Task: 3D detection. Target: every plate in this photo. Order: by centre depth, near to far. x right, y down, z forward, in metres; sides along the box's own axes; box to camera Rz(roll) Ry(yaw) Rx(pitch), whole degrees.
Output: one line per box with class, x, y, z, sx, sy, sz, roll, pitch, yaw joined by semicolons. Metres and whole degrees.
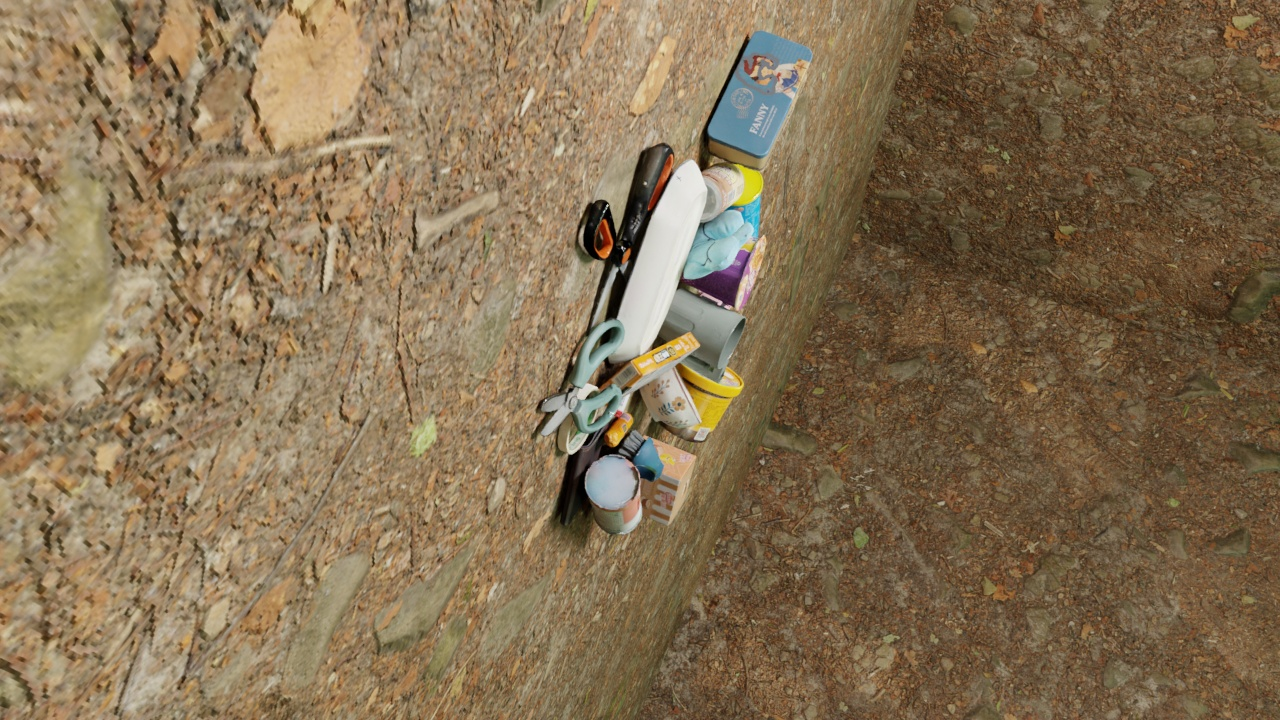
plate;0.025;-0.109;1.100;0.161;0.034;0.266;-49;161;-61

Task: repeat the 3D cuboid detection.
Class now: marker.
marker;-0.007;0.007;1.229;0.017;0.017;0.145;21;90;-76

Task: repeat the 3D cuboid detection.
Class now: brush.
brush;-0.003;0.137;1.261;0.055;0.073;0.144;-55;178;-16

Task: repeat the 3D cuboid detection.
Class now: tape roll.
tape roll;-0.072;0.069;1.082;0.085;0.014;0.086;22;89;-76

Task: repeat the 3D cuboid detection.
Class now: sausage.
sausage;-0.028;0.091;1.215;0.165;0.021;0.021;-43;152;-80

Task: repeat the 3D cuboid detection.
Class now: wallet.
wallet;-0.071;0.139;1.178;0.096;0.020;0.122;-48;157;-60

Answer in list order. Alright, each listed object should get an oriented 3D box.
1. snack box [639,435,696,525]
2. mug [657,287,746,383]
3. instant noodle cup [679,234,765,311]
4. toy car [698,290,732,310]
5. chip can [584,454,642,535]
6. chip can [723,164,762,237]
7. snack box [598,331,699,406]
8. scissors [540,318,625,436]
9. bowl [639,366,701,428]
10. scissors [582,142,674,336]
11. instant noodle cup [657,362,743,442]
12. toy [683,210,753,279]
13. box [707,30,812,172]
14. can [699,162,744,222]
snack box;0.024;0.188;1.446;0.076;0.094;0.093;-47;154;-56
mug;0.083;-0.033;1.320;0.083;0.103;0.124;-49;161;-41
instant noodle cup;0.113;-0.137;1.302;0.111;0.099;0.111;21;89;-75
toy car;0.114;-0.091;1.463;0.037;0.056;0.122;-68;168;24
chip can;-0.034;0.182;1.219;0.215;0.071;0.071;88;26;-72
chip can;0.144;-0.206;1.376;0.210;0.071;0.071;79;35;-66
snack box;0.012;0.009;1.169;0.075;0.026;0.153;-39;173;34
scissors;-0.059;0.017;1.018;0.176;0.019;0.172;-7;113;-62
bowl;0.037;0.051;1.326;0.062;0.113;0.113;-26;166;5
scissors;-0.020;-0.133;0.984;0.221;0.022;0.233;-63;167;-4
instant noodle cup;0.090;0.061;1.480;0.115;0.118;0.118;-66;167;18
toy;0.094;-0.154;1.190;0.162;0.050;0.155;-22;-155;47
box;0.151;-0.329;1.189;0.062;0.090;0.184;83;29;-74
can;0.094;-0.220;1.193;0.116;0.058;0.059;-45;153;-58
